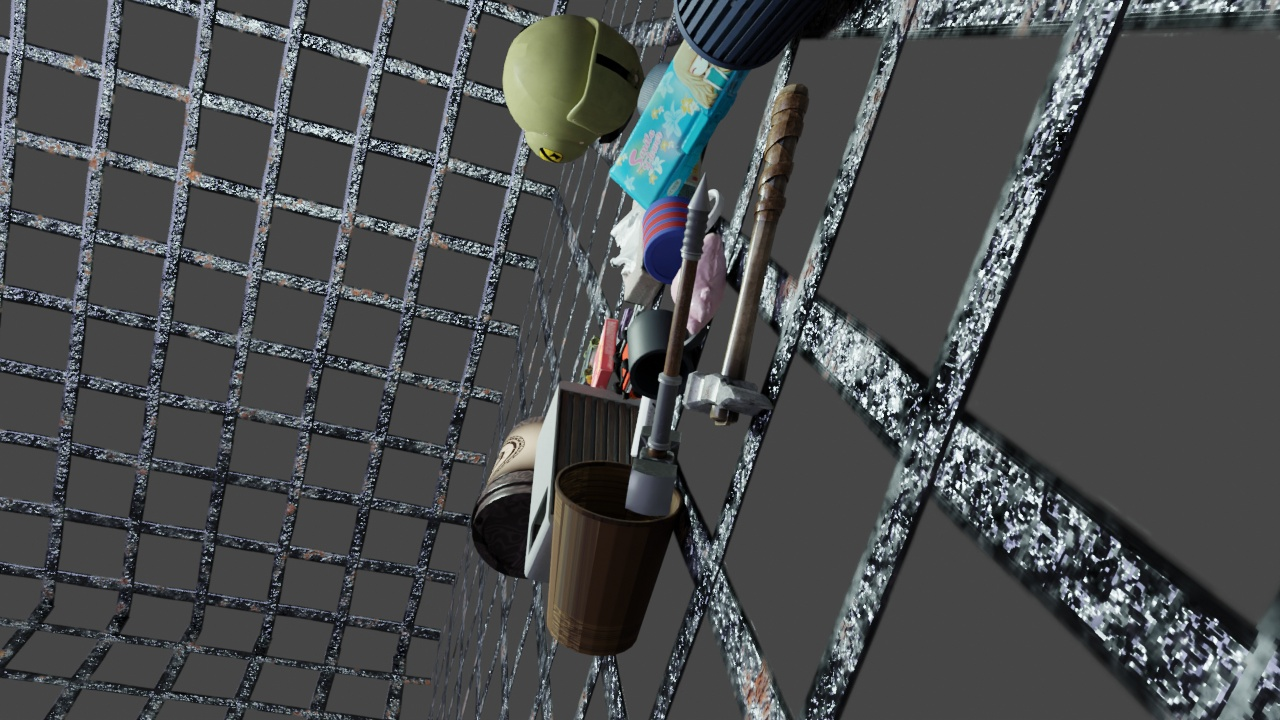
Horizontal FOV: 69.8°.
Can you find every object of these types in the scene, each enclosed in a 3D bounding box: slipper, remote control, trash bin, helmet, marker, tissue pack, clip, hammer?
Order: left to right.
[{"bbox_3d":[-0.104,-0.463,1.550,0.233,0.255,0.250,148,132,-77],"label":"helmet"},{"bbox_3d":[-0.068,0.155,1.155,0.228,0.114,0.115,-91,18,-46],"label":"trash bin"},{"bbox_3d":[-0.023,-0.056,1.403,0.037,0.013,0.053,-127,54,-72],"label":"clip"},{"bbox_3d":[0.003,-0.172,1.292,0.104,0.071,0.181,128,148,-60],"label":"tissue pack"},{"bbox_3d":[0.012,0.056,1.110,0.025,0.025,0.125,162,120,-75],"label":"marker"},{"bbox_3d":[0.039,-0.380,1.301,0.263,0.082,0.101,-105,33,-65],"label":"slipper"},{"bbox_3d":[0.035,-0.018,0.896,0.155,0.043,0.323,-72,-8,-73],"label":"hammer"},{"bbox_3d":[0.058,-0.236,1.169,0.018,0.038,0.125,119,160,-51],"label":"remote control"},{"bbox_3d":[0.107,-0.097,0.825,0.122,0.049,0.318,166,118,-73],"label":"hammer"},{"bbox_3d":[0.119,-0.361,0.821,0.250,0.139,0.139,168,114,-78],"label":"trash bin"}]

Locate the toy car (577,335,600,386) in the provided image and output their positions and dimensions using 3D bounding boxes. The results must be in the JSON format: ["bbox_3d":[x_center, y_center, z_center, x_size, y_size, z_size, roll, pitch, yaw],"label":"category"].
[{"bbox_3d":[-0.081,0.009,1.535,0.048,0.033,0.105,118,164,-55],"label":"toy car"}]

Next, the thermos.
[{"bbox_3d":[-0.161,0.200,1.420,0.225,0.172,0.173,-87,15,-61],"label":"thermos"}]

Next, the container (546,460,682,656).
[{"bbox_3d":[-0.037,0.210,0.965,0.132,0.132,0.167,-112,31,-68],"label":"container"}]

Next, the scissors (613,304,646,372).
[{"bbox_3d":[-0.013,-0.061,1.359,0.172,0.014,0.090,120,157,-43],"label":"scissors"}]

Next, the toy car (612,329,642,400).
[{"bbox_3d":[-0.007,0.007,1.187,0.100,0.048,0.051,-92,19,-50],"label":"toy car"}]

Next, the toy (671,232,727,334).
[{"bbox_3d":[0.062,-0.073,0.962,0.099,0.052,0.095,120,156,-51],"label":"toy"}]

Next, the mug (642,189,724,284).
[{"bbox_3d":[0.053,-0.150,1.062,0.112,0.075,0.076,-38,32,27],"label":"mug"}]

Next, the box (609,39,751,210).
[{"bbox_3d":[0.043,-0.310,1.117,0.228,0.083,0.172,-57,27,27],"label":"box"}]

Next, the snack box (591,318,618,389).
[{"bbox_3d":[-0.058,0.004,1.433,0.133,0.021,0.089,113,165,-63],"label":"snack box"}]

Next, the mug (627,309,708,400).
[{"bbox_3d":[0.034,-0.017,1.020,0.105,0.071,0.077,-40,30,24],"label":"mug"}]
